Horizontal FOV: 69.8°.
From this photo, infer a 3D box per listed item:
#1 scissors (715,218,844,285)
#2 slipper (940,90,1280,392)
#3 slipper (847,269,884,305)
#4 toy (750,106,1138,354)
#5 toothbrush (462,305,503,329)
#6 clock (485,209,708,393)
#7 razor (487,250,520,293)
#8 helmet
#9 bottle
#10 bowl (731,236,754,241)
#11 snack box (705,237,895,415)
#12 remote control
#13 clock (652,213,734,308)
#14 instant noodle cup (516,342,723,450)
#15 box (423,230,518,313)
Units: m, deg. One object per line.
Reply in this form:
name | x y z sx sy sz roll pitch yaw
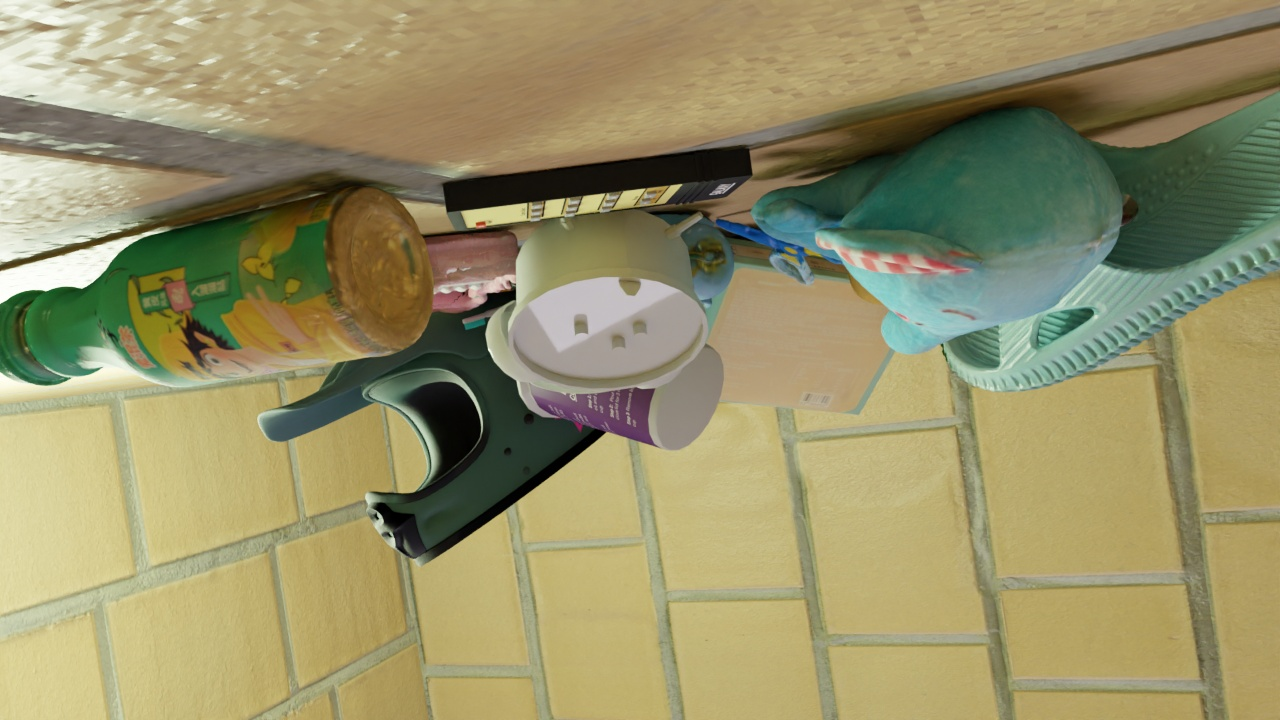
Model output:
scissors | 0.104 -0.076 0.609 0.125 0.013 0.126 24 168 29
slipper | 0.252 -0.066 0.481 0.069 0.115 0.277 23 147 -22
slipper | 0.198 -0.082 0.659 0.100 0.078 0.263 -9 -177 15
toy | 0.132 -0.057 0.442 0.183 0.115 0.181 -17 -164 -34
toothbrush | -0.058 -0.058 0.748 0.187 0.019 0.018 -20 -163 -26
clock | -0.023 -0.019 0.513 0.120 0.061 0.160 4 146 -14
razor | -0.107 -0.060 0.705 0.021 0.044 0.144 -23 -167 -29
helmet | -0.167 0.036 0.799 0.274 0.200 0.177 -36 -178 -35
bottle | -0.194 -0.023 0.397 0.210 0.068 0.068 -8 -179 21
bowl | 0.125 -0.066 0.845 0.160 0.094 0.160 -8 -179 0
snack box | 0.124 -0.024 0.773 0.193 0.142 0.044 7 -142 -16
remote control | -0.020 -0.077 0.417 0.133 0.013 0.058 -9 -179 -6
clock | -0.003 -0.060 0.599 0.118 0.060 0.162 -7 177 -5
instant noodle cup | -0.004 0.004 0.705 0.122 0.122 0.136 23 -126 34
box | -0.184 -0.043 0.611 0.179 0.040 0.233 -13 -177 -20
